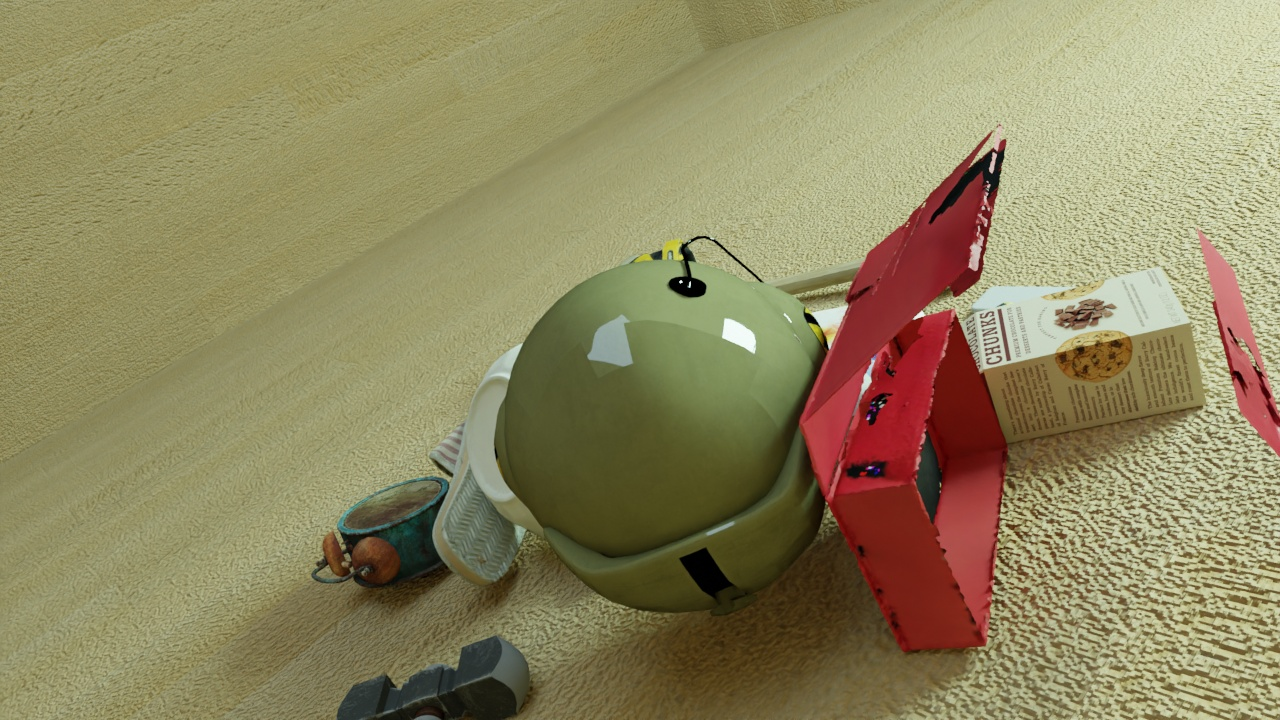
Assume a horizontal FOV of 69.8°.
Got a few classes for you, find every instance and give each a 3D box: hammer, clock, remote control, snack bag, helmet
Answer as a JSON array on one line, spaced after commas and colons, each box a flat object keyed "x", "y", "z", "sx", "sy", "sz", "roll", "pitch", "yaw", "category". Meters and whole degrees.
[{"x": -0.151, "y": 0.314, "z": 0.566, "sx": 0.156, "sy": 0.043, "sz": 0.321, "roll": -22, "pitch": 25, "yaw": 9, "category": "hammer"}, {"x": -0.245, "y": 0.181, "z": 0.900, "sx": 0.121, "sy": 0.073, "sz": 0.157, "roll": -3, "pitch": 20, "yaw": 42, "category": "clock"}, {"x": 0.383, "y": -0.054, "z": 0.855, "sx": 0.045, "sy": 0.008, "sz": 0.147, "roll": -39, "pitch": 26, "yaw": -28, "category": "remote control"}, {"x": 0.310, "y": 0.004, "z": 0.722, "sx": 0.207, "sy": 0.070, "sz": 0.094, "roll": -15, "pitch": 25, "yaw": 24, "category": "snack bag"}, {"x": 0.022, "y": 0.058, "z": 0.631, "sx": 0.250, "sy": 0.256, "sz": 0.232, "roll": -24, "pitch": 20, "yaw": 8, "category": "helmet"}, {"x": 0.227, "y": -0.100, "z": 1.072, "sx": 0.324, "sy": 0.051, "sz": 0.117, "roll": -12, "pitch": 26, "yaw": 35, "category": "hammer"}]

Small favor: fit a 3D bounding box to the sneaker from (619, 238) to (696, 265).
[{"x": -0.004, "y": -0.085, "z": 1.216, "sx": 0.122, "sy": 0.086, "sz": 0.237, "roll": -12, "pitch": 22, "yaw": 38, "category": "sneaker"}]

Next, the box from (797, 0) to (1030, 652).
[{"x": 0.165, "y": -0.028, "z": 0.557, "sx": 0.124, "sy": 0.379, "sz": 0.210, "roll": 5, "pitch": 33, "yaw": 23, "category": "box"}]

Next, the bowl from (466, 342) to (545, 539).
[{"x": -0.100, "y": 0.067, "z": 0.805, "sx": 0.060, "sy": 0.188, "sz": 0.220, "roll": 1, "pitch": 6, "yaw": -39, "category": "bowl"}]

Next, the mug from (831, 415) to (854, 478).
[{"x": 0.143, "y": 0.056, "z": 0.781, "sx": 0.113, "sy": 0.070, "sz": 0.084, "roll": -24, "pitch": 22, "yaw": -1, "category": "mug"}]

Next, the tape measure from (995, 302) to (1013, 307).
[{"x": 0.330, "y": -0.027, "z": 0.812, "sx": 0.065, "sy": 0.037, "sz": 0.064, "roll": -33, "pitch": 23, "yaw": -18, "category": "tape measure"}]

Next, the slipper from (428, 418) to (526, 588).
[{"x": -0.156, "y": 0.124, "z": 0.900, "sx": 0.052, "sy": 0.115, "sz": 0.262, "roll": -37, "pitch": 20, "yaw": 19, "category": "slipper"}]

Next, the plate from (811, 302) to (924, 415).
[{"x": 0.145, "y": -0.001, "z": 0.789, "sx": 0.187, "sy": 0.016, "sz": 0.186, "roll": -11, "pitch": 25, "yaw": 29, "category": "plate"}]

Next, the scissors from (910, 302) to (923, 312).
[{"x": 0.224, "y": -0.019, "z": 0.936, "sx": 0.157, "sy": 0.012, "sz": 0.170, "roll": -32, "pitch": 24, "yaw": -21, "category": "scissors"}]
